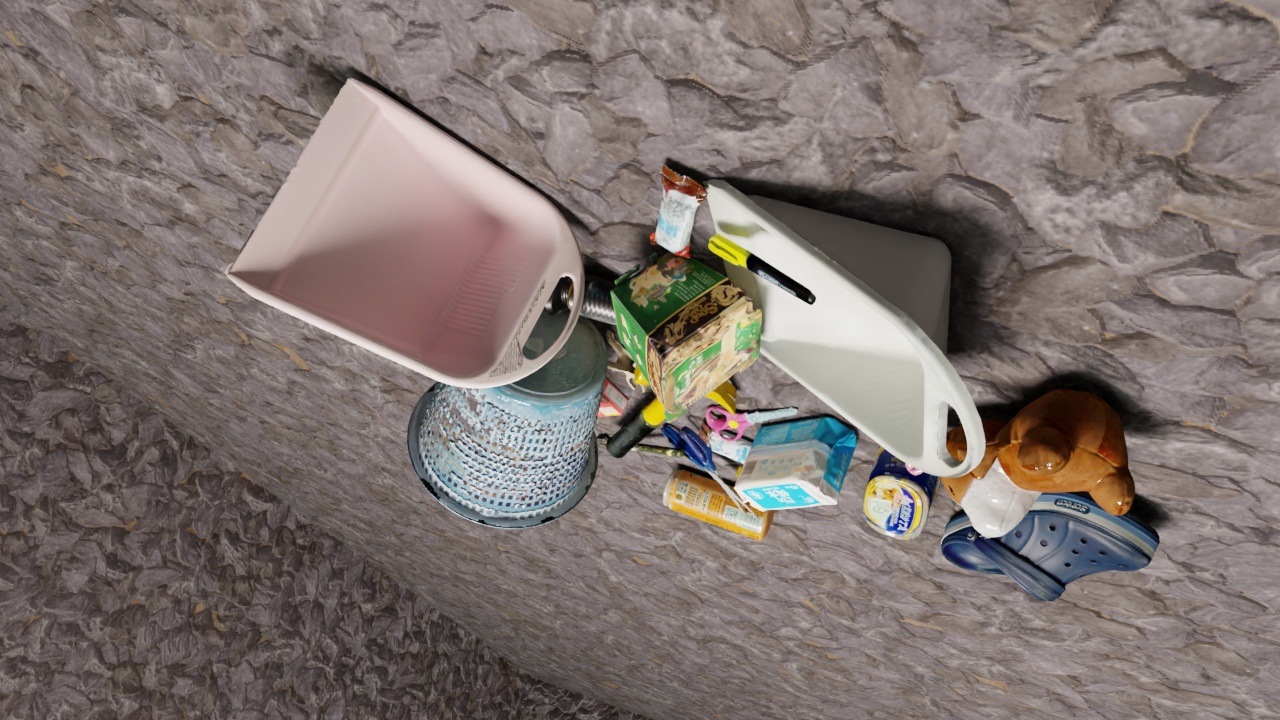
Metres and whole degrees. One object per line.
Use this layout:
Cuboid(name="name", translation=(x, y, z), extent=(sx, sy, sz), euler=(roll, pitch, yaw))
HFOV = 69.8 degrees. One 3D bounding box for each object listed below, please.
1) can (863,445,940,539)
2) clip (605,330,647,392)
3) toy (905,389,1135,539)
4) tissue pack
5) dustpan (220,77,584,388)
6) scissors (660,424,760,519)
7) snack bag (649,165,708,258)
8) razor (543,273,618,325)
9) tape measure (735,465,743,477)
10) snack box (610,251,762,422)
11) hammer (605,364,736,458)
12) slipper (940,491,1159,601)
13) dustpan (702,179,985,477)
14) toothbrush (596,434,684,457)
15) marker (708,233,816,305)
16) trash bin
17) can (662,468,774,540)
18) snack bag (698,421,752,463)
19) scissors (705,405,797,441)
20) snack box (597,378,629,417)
Cuboid(name="can", translation=(0.288, 0.146, 1.016), extent=(0.075, 0.049, 0.148), euler=(16, 150, 19))
Cuboid(name="clip", translation=(-0.002, 0.006, 1.050), extent=(0.094, 0.035, 0.102), euler=(0, 147, 43))
Cuboid(name="toy", translation=(0.341, 0.101, 0.829), extent=(0.140, 0.130, 0.200), euler=(28, 163, -15))
Cuboid(name="tissue pack", translation=(0.173, 0.118, 1.026), extent=(0.063, 0.089, 0.140), euler=(40, 150, -22))
Cuboid(name="dustpan", translation=(-0.190, -0.103, 0.845), extent=(0.273, 0.222, 0.139), euler=(33, 168, -38))
Cuboid(name="scissors", translation=(0.086, 0.139, 1.175), extent=(0.155, 0.012, 0.166), euler=(30, 157, 39))
Cuboid(name="snack bag", translation=(0.031, -0.125, 0.802), extent=(0.045, 0.026, 0.105), euler=(32, 153, 11))
Cuboid(name="razor", translation=(-0.018, -0.055, 0.948), extent=(0.167, 0.062, 0.067), euler=(18, -178, 5))
Cuboid(name="tape measure", translation=(0.151, 0.156, 1.151), extent=(0.057, 0.029, 0.060), euler=(21, -176, -25))
Cuboid(name="snack box", translation=(0.037, -0.032, 0.863), extent=(0.105, 0.118, 0.118), euler=(47, 162, 28))
Cuboid(name="hammer", translation=(0.015, 0.066, 1.099), extent=(0.128, 0.032, 0.302), euler=(13, 157, -14))
Cuboid(name="slipper", translation=(0.406, 0.199, 0.961), extent=(0.105, 0.095, 0.253), euler=(31, 156, -14))
Cuboid(name="dustpan", translation=(0.165, -0.010, 0.762), extent=(0.258, 0.142, 0.223), euler=(12, 149, 24))
Cuboid(name="toothbrush", translation=(-0.004, 0.114, 1.232), extent=(0.186, 0.012, 0.017), euler=(1, 132, 54))
Cuboid(name="marker", translation=(0.099, -0.075, 0.757), extent=(0.124, 0.015, 0.018), euler=(39, 165, 41))
Cuboid(name="trash bin", translation=(-0.130, 0.040, 1.011), extent=(0.226, 0.225, 0.196), euler=(27, 137, 0))
Cuboid(name="can", translation=(0.107, 0.196, 1.251), extent=(0.146, 0.058, 0.058), euler=(17, 151, 19))
Cuboid(name="snack bag", translation=(0.119, 0.109, 1.126), extent=(0.104, 0.026, 0.048), euler=(22, 148, 9))
Cuboid(name="scissors", translation=(0.129, 0.067, 1.058), extent=(0.134, 0.017, 0.054), euler=(-15, 115, 48))
Cuboid(name="snack box", translation=(-0.091, 0.045, 1.202), extent=(0.153, 0.025, 0.075), euler=(-8, 136, 48))
